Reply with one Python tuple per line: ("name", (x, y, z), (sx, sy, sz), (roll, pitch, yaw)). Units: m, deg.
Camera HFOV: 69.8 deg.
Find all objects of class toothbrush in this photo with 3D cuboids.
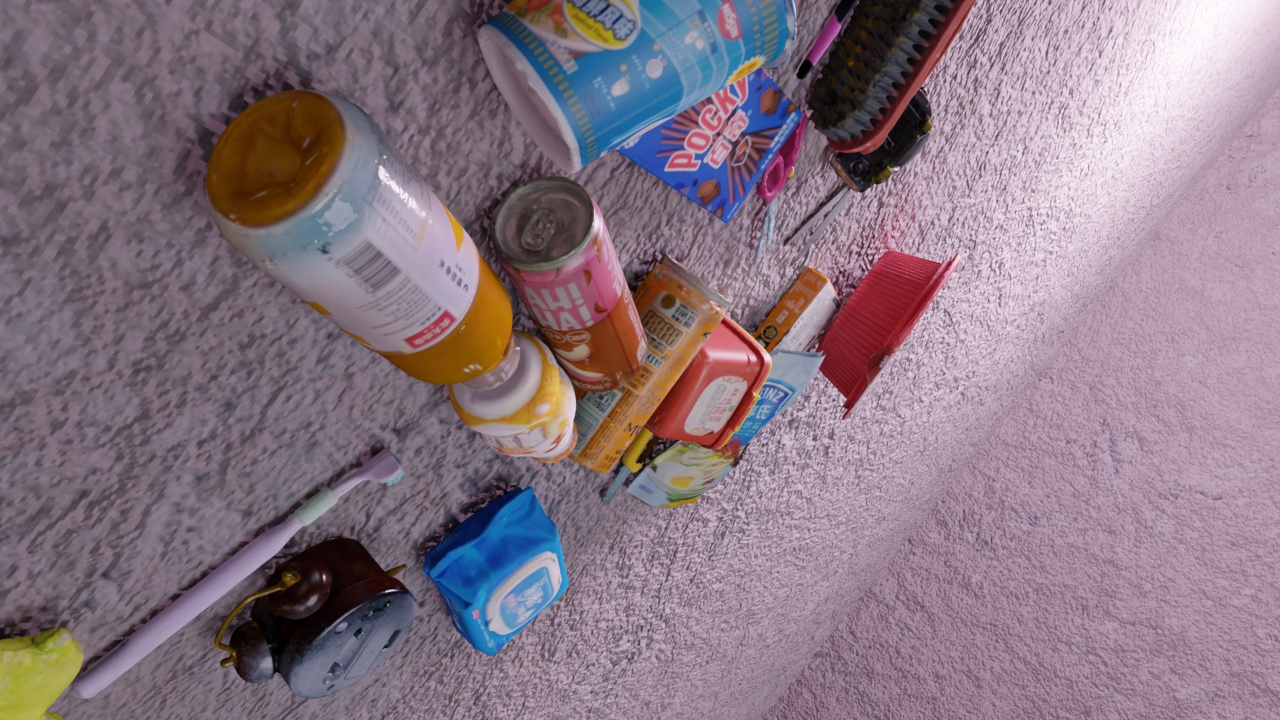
("toothbrush", (0.151, -0.259, 0.566), (0.017, 0.014, 0.189), (15, 113, -51))
("toothbrush", (-0.208, 0.110, 0.484), (0.188, 0.029, 0.021), (-38, 111, -20))

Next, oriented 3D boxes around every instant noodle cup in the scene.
("instant noodle cup", (0.230, -0.036, 0.894), (0.193, 0.066, 0.194), (-52, 168, -15))
("instant noodle cup", (-0.007, -0.141, 0.394), (0.110, 0.099, 0.099), (-37, 152, -8))

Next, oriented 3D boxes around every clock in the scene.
("clock", (-0.185, 0.147, 0.526), (0.082, 0.055, 0.121), (-54, 153, 10))

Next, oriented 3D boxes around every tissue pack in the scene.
("tissue pack", (-0.101, 0.157, 0.675), (0.094, 0.052, 0.157), (-39, 152, -23))

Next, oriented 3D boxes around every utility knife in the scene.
("utility knife", (0.020, 0.048, 0.762), (0.033, 0.015, 0.193), (8, 119, -57))

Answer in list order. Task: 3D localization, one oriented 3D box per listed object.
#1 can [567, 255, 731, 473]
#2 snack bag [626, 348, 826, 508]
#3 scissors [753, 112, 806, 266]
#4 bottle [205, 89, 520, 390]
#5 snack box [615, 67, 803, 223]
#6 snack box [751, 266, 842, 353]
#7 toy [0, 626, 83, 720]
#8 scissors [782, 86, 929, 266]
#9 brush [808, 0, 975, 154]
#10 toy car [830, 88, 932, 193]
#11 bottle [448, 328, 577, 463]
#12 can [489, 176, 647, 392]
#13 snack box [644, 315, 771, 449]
("can", (-0.004, 0.004, 0.618), (0.146, 0.058, 0.058), (-54, 154, 8))
("snack bag", (0.072, 0.056, 0.784), (0.110, 0.038, 0.191), (10, 132, -35))
("scissors", (0.091, -0.108, 0.656), (0.077, 0.017, 0.138), (-54, 163, -37))
("bottle", (-0.103, -0.036, 0.397), (0.068, 0.068, 0.189), (-47, 154, -7))
("snack box", (0.038, -0.138, 0.531), (0.084, 0.026, 0.157), (-55, 154, 11))
("snack box", (0.122, -0.009, 0.836), (0.154, 0.026, 0.075), (-52, 154, 2))
("toy", (-0.291, 0.159, 0.403), (0.096, 0.031, 0.100), (-32, 149, -29))
("scissors", (0.185, -0.152, 0.761), (0.170, 0.014, 0.160), (-23, 144, -41))
("brush", (0.171, -0.204, 0.611), (0.069, 0.063, 0.146), (3, 125, -43))
("toy car", (0.185, -0.172, 0.703), (0.090, 0.035, 0.042), (-47, 111, -6))
("bottle", (-0.068, 0.027, 0.541), (0.063, 0.063, 0.108), (-45, 154, -9))
("can", (-0.036, -0.037, 0.515), (0.058, 0.058, 0.147), (-44, 154, -12))
("snack box", (0.039, 0.015, 0.680), (0.080, 0.082, 0.091), (4, 122, -47))
